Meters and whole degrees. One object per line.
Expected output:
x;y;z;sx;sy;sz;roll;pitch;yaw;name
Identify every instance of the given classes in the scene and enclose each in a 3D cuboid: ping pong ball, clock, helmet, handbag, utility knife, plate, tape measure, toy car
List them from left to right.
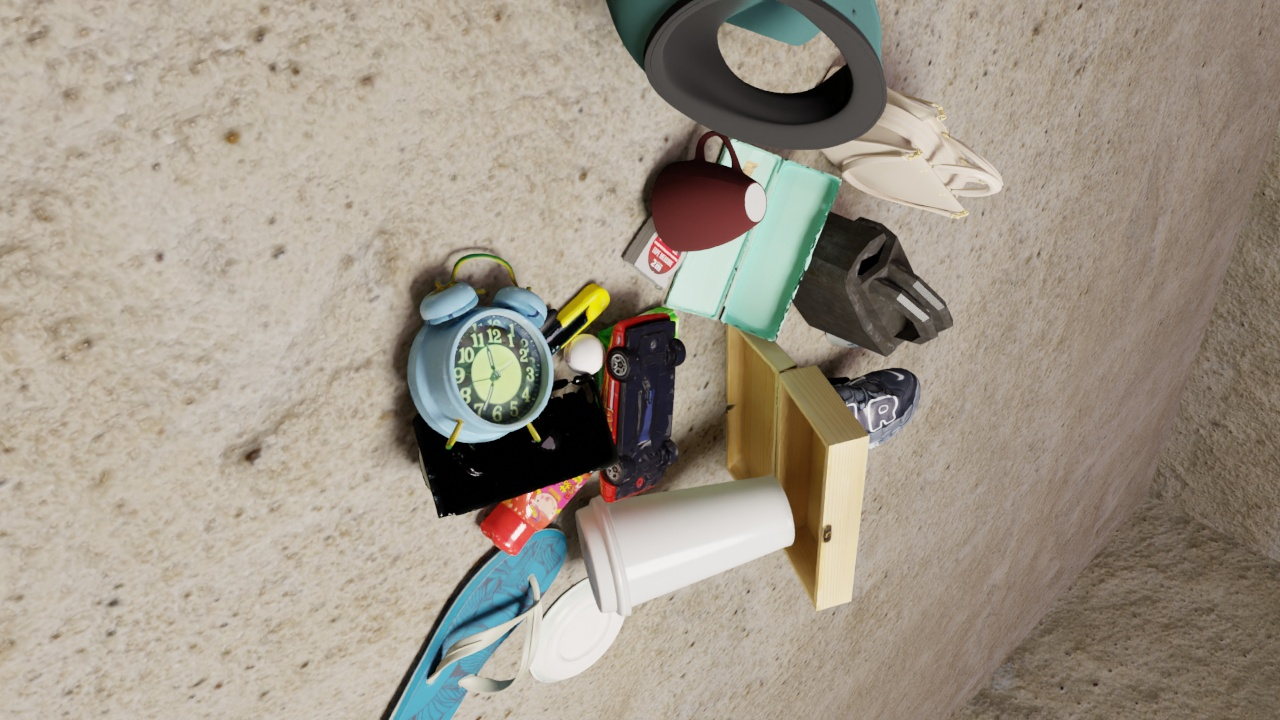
-0.131;-0.008;0.764;0.117;0.060;0.162;-4;88;-42;clock
-0.122;0.077;0.838;0.191;0.071;0.094;-15;88;-37;toy car
-0.094;-0.009;0.858;0.172;0.020;0.029;-44;139;-14;utility knife
-0.071;0.329;1.117;0.156;0.014;0.157;-26;132;-34;plate
-0.054;-0.006;0.884;0.040;0.040;0.040;-26;132;-33;ping pong ball
-0.003;0.047;0.908;0.081;0.056;0.189;-15;118;-46;toy car
0.017;-0.109;0.905;0.062;0.020;0.060;-58;142;0;tape measure
0.095;-0.294;0.720;0.274;0.200;0.177;16;148;-37;helmet
0.260;-0.088;1.036;0.102;0.199;0.197;-54;142;-5;handbag
0.299;-0.220;0.987;0.194;0.198;0.101;24;97;-51;handbag

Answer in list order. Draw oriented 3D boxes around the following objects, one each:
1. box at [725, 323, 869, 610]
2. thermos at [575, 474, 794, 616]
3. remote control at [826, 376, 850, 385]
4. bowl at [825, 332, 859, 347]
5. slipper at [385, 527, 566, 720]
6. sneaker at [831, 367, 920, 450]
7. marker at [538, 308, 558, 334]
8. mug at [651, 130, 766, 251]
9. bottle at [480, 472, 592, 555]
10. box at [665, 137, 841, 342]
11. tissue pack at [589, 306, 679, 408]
0.163;0.107;1.032;0.068;0.253;0.247;-18;129;-19;box
0.049;0.192;1.005;0.221;0.131;0.132;-13;128;-10;thermos
0.228;0.044;1.238;0.140;0.021;0.045;-4;121;-41;remote control
0.314;-0.075;1.217;0.150;0.057;0.151;-27;133;-34;bowl
-0.169;0.305;0.962;0.295;0.060;0.118;-56;139;-2;slipper
0.243;0.055;1.175;0.252;0.097;0.151;-33;134;-10;sneaker
-0.123;-0.001;0.831;0.133;0.018;0.015;-45;126;-16;marker
0.072;-0.160;0.862;0.087;0.088;0.114;2;92;-50;mug
-0.102;0.132;0.922;0.134;0.048;0.071;-49;143;-10;bottle
0.116;-0.124;0.960;0.138;0.052;0.187;20;105;-7;box
-0.006;0.006;0.951;0.099;0.034;0.114;-25;133;-36;tissue pack
